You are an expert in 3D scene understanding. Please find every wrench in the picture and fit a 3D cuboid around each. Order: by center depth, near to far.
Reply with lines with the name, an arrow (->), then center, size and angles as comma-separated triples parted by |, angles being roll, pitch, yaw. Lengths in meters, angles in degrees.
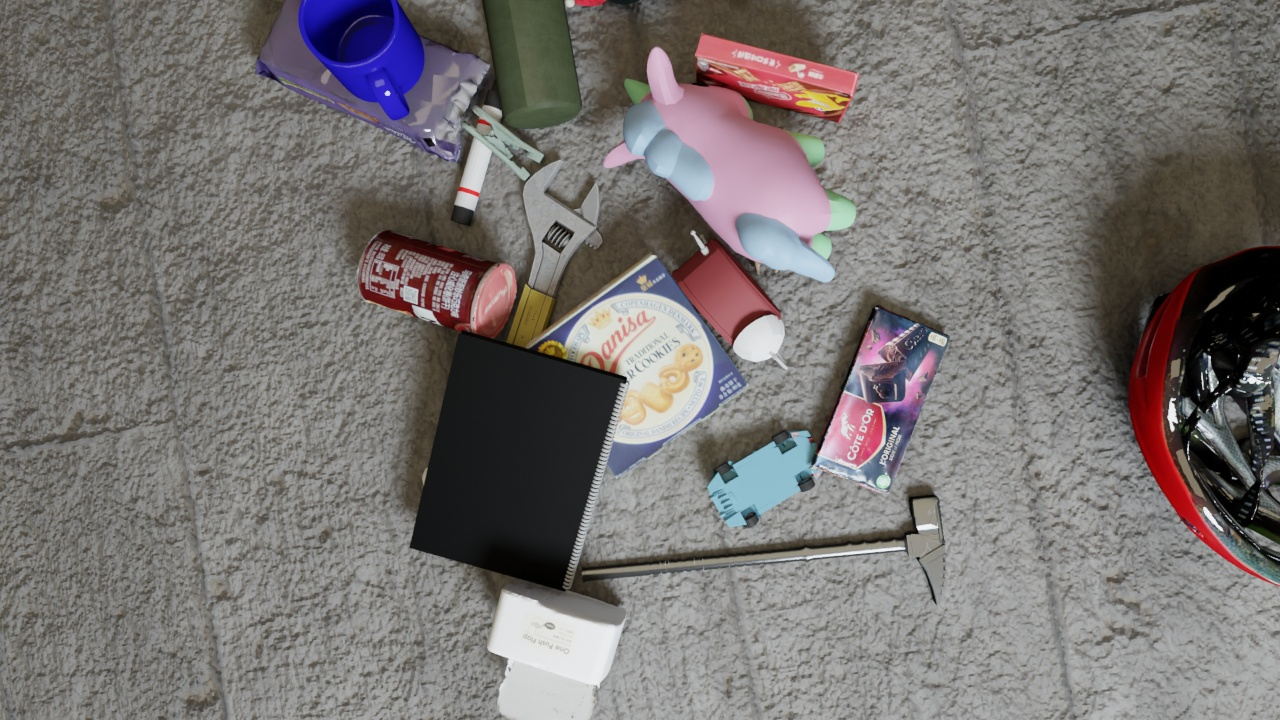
wrench -> -0.101, -0.046, 0.839 | 0.083, 0.018, 0.273 | 20, 93, 5

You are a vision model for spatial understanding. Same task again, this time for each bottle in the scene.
bottle -> -0.103, -0.314, 0.809 | 0.071, 0.071, 0.207 | -10, 90, 5

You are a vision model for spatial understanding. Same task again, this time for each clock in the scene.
clock -> 0.082, -0.047, 0.783 | 0.048, 0.096, 0.137 | -41, 87, 11

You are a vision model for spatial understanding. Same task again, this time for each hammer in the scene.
hammer -> 0.108, 0.185, 0.827 | 0.325, 0.015, 0.095 | -7, 90, 6

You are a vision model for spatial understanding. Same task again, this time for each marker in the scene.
marker -> -0.145, -0.196, 0.840 | 0.019, 0.019, 0.145 | 17, 93, 5

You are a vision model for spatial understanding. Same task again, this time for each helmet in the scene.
helmet -> 0.498, 0.046, 0.710 | 0.217, 0.167, 0.272 | -23, 89, 5

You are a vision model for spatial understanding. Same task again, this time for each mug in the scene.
mug -> -0.221, -0.251, 0.757 | 0.079, 0.083, 0.111 | -24, 88, -1

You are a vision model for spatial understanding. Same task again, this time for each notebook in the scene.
notebook -> -0.107, 0.091, 0.798 | 0.149, 0.016, 0.207 | 16, 106, -1

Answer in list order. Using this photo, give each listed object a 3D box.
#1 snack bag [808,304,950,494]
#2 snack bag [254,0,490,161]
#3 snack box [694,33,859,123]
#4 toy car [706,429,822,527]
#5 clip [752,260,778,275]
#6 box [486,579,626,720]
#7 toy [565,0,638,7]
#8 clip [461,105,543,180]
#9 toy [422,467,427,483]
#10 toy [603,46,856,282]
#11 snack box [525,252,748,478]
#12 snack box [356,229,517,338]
snack bag -> 0.211, 0.035, 0.807 | 0.074, 0.018, 0.155 | 21, 92, -5
snack bag -> -0.243, -0.263, 0.829 | 0.205, 0.058, 0.096 | 24, 92, 5
snack box -> 0.113, -0.238, 0.780 | 0.133, 0.089, 0.021 | 16, 91, 5
toy car -> 0.110, 0.104, 0.818 | 0.107, 0.027, 0.060 | -28, 89, -12
clip -> 0.107, -0.105, 0.816 | 0.047, 0.025, 0.062 | 21, 88, 6
box -> -0.082, 0.269, 0.800 | 0.110, 0.103, 0.130 | 18, 85, 7
toy -> -0.013, -0.354, 0.787 | 0.099, 0.119, 0.097 | 26, 70, -6
clip -> -0.125, -0.197, 0.823 | 0.076, 0.023, 0.047 | 36, 92, -24
toy -> -0.138, 0.118, 0.836 | 0.125, 0.037, 0.076 | -17, 95, 11
toy -> 0.073, -0.151, 0.750 | 0.171, 0.120, 0.222 | 2, 50, -26
snack box -> -0.005, 0.005, 0.810 | 0.144, 0.042, 0.145 | -36, 97, 5
snack box -> -0.180, -0.067, 0.811 | 0.121, 0.072, 0.072 | 17, 92, 15
